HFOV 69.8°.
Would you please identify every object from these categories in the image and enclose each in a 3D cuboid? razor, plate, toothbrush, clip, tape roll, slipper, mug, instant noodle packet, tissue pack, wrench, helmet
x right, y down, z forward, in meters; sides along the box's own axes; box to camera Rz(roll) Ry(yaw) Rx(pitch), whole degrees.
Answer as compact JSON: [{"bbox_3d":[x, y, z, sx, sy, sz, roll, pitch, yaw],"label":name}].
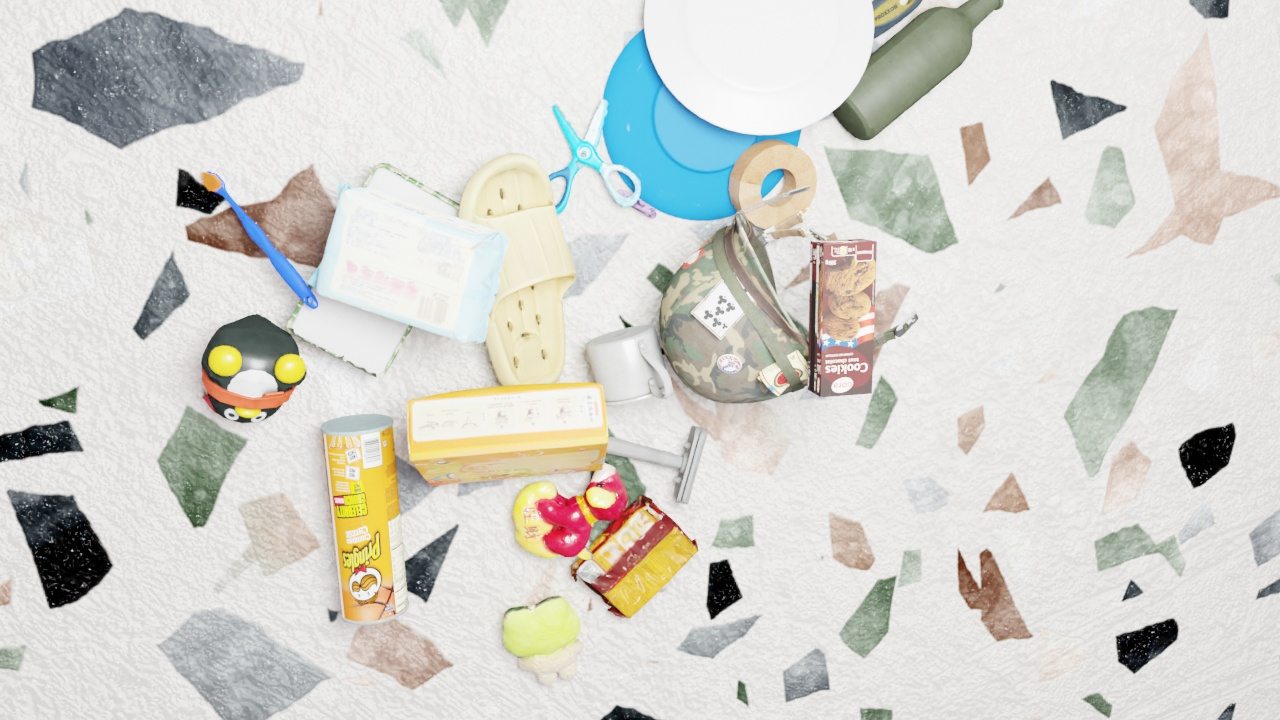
[{"bbox_3d":[0.010,0.108,1.055,0.116,0.047,0.088,14,99,-4],"label":"razor"},{"bbox_3d":[0.125,-0.355,0.951,0.242,0.016,0.242,0,86,-3],"label":"plate"},{"bbox_3d":[-0.384,-0.122,0.925,0.016,0.018,0.182,-41,85,7],"label":"toothbrush"},{"bbox_3d":[-0.001,-0.169,1.006,0.050,0.046,0.014,31,93,30],"label":"clip"},{"bbox_3d":[0.145,-0.192,1.005,0.094,0.027,0.094,-8,117,-17],"label":"tape roll"},{"bbox_3d":[0.071,-0.264,0.992,0.224,0.024,0.224,-2,102,-9],"label":"plate"},{"bbox_3d":[-0.119,-0.080,0.955,0.111,0.079,0.262,-16,111,-29],"label":"slipper"},{"bbox_3d":[-0.006,0.006,0.993,0.084,0.113,0.070,-22,103,-32],"label":"mug"},{"bbox_3d":[-0.009,0.232,1.076,0.135,0.039,0.098,-45,104,0],"label":"instant noodle packet"},{"bbox_3d":[-0.226,-0.096,0.894,0.182,0.070,0.112,19,106,4],"label":"tissue pack"},{"bbox_3d":[0.192,-0.331,0.987,0.273,0.022,0.073,-34,103,-8],"label":"wrench"},{"bbox_3d":[0.135,-0.057,0.954,0.236,0.192,0.225,-17,146,-3],"label":"helmet"}]

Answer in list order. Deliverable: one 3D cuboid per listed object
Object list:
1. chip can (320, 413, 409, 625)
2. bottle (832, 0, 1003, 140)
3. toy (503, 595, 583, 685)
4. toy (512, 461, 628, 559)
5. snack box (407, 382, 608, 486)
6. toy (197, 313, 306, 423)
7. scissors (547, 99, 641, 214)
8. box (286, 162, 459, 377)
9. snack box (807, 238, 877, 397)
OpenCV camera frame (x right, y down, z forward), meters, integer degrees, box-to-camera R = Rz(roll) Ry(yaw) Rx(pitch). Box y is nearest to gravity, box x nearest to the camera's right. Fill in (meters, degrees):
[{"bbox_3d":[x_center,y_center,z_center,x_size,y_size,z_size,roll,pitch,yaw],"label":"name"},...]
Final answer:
[{"bbox_3d":[-0.298,0.171,0.997,0.075,0.075,0.215,-3,102,-9],"label":"chip can"},{"bbox_3d":[0.302,-0.329,0.993,0.207,0.071,0.071,-40,105,0],"label":"bottle"},{"bbox_3d":[-0.111,0.330,1.077,0.092,0.046,0.115,-17,111,-4],"label":"toy"},{"bbox_3d":[-0.078,0.178,1.042,0.137,0.067,0.105,-22,96,1],"label":"toy"},{"bbox_3d":[-0.136,0.073,0.964,0.195,0.145,0.080,-5,73,-6],"label":"snack box"},{"bbox_3d":[-0.401,0.017,0.941,0.097,0.099,0.119,9,125,-29],"label":"toy"},{"bbox_3d":[-0.066,-0.210,0.984,0.134,0.012,0.134,-32,99,7],"label":"scissors"},{"bbox_3d":[-0.272,-0.093,0.961,0.117,0.050,0.205,28,96,-16],"label":"box"},{"bbox_3d":[0.186,-0.040,0.847,0.051,0.032,0.141,-4,102,-11],"label":"snack box"}]
